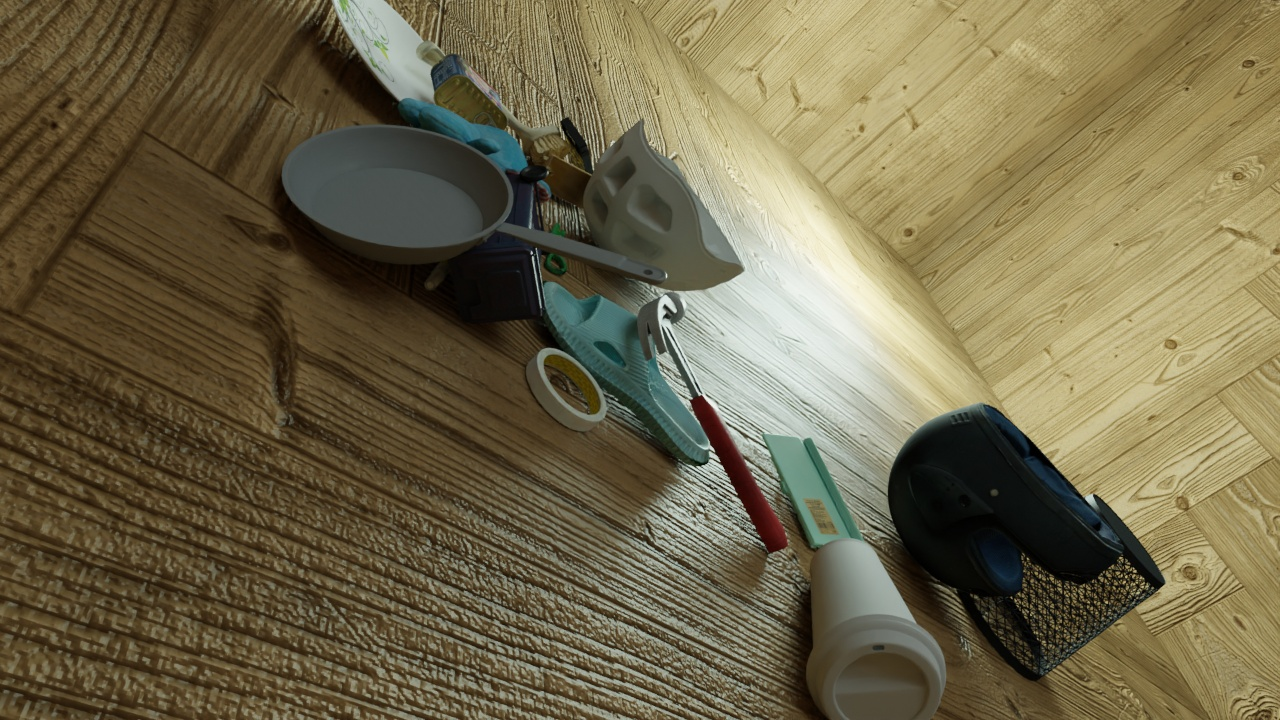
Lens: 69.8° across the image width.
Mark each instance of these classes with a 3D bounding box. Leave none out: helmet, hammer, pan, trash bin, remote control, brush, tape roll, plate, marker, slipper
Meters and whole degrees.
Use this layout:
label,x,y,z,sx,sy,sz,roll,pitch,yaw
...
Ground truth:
label,x,y,z,sx,sy,sz,roll,pitch,yaw
helmet,0.510,0.231,1.359,0.248,0.236,0.316,17,32,-48
hammer,0.084,0.076,1.023,0.316,0.036,0.126,62,21,-7
pan,-0.146,-0.123,0.820,0.357,0.051,0.200,24,40,8
trash bin,0.661,0.345,1.446,0.217,0.244,0.216,39,25,-22
remote control,-0.089,-0.296,1.348,0.058,0.013,0.133,57,-8,21
brush,-0.102,-0.252,1.296,0.039,0.049,0.117,37,13,39
trash bin,-0.134,-0.115,0.919,0.160,0.092,0.094,-95,180,-51
tape roll,-0.074,0.029,0.929,0.094,0.019,0.093,39,24,-21
helmet,0.043,-0.204,1.298,0.281,0.184,0.224,5,53,-51
plate,-0.297,-0.357,1.115,0.229,0.030,0.229,50,18,-24
brush,-0.193,-0.340,1.234,0.272,0.062,0.077,30,17,-47
marker,-0.194,-0.101,0.930,0.014,0.014,0.132,42,23,-14
slipper,-0.006,0.006,1.022,0.276,0.070,0.115,46,20,-9

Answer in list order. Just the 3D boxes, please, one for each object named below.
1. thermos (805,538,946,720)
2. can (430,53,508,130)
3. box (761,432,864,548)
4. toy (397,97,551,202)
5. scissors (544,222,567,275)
label,x,y,z,sx,sy,sz,roll,pitch,yaw
thermos,0.231,0.276,0.960,0.131,0.132,0.221,44,15,-10
can,-0.214,-0.326,1.143,0.100,0.054,0.059,41,21,-44
box,0.239,0.179,1.222,0.138,0.057,0.186,35,24,-43
toy,-0.194,-0.215,0.996,0.183,0.115,0.180,27,0,29
scissors,-0.117,-0.152,1.155,0.071,0.014,0.130,40,25,-20
